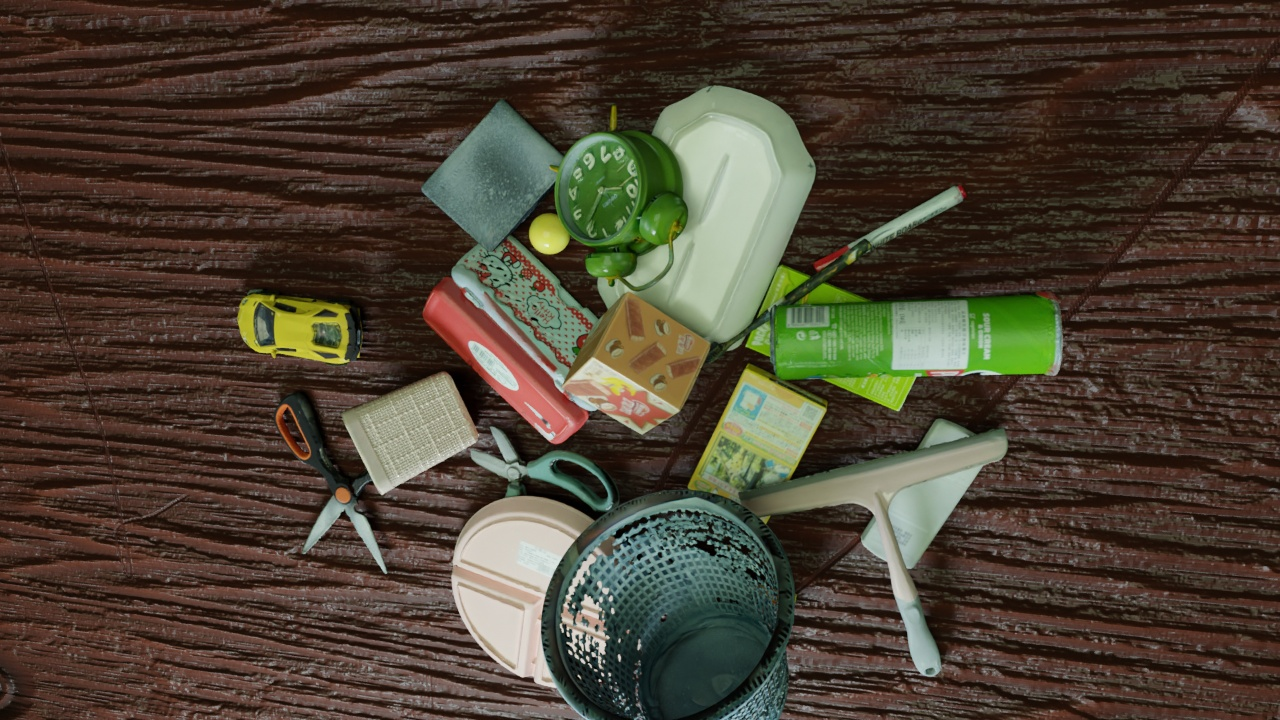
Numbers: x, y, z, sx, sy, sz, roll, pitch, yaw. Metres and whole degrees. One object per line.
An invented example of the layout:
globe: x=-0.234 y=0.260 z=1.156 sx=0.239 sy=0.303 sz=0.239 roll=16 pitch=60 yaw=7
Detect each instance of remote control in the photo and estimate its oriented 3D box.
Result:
remote control: x=0.270 y=0.128 z=0.873 sx=0.058 sy=0.021 sz=0.150 roll=27 pitch=108 yaw=-1

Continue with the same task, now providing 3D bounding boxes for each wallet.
wallet: x=-0.140 y=-0.179 z=0.893 sx=0.097 sy=0.019 sz=0.121 roll=43 pitch=90 yaw=3

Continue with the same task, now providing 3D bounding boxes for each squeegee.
squeegee: x=0.249 y=0.209 z=0.869 sx=0.248 sy=0.040 sz=0.250 roll=-17 pitch=109 yaw=13

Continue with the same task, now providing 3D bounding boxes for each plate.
plate: x=-0.104 y=0.252 z=0.975 sx=0.230 sy=0.028 sz=0.230 roll=7 pitch=110 yaw=20
plate: x=0.055 y=-0.122 z=0.864 sx=0.162 sy=0.034 sz=0.266 roll=25 pitch=107 yaw=7

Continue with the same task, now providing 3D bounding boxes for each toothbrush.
toothbrush: x=0.131 y=-0.054 z=0.842 sx=0.186 sy=0.017 sz=0.012 roll=-36 pitch=55 yaw=18

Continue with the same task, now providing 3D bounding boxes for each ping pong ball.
ping pong ball: x=-0.089 y=-0.124 z=0.896 sx=0.040 sy=0.040 sz=0.040 roll=3 pitch=103 yaw=13

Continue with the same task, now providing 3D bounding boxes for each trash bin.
trash bin: x=0.046 y=0.266 z=0.853 sx=0.227 sy=0.226 sz=0.195 roll=-8 pitch=139 yaw=16

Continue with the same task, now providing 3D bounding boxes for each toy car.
toy car: x=-0.369 y=-0.035 z=0.987 sx=0.156 sy=0.041 sz=0.071 roll=9 pitch=104 yaw=13

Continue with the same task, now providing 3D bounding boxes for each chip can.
chip can: x=0.233 y=-0.020 z=0.795 sx=0.236 sy=0.072 sz=0.072 roll=-2 pitch=102 yaw=13

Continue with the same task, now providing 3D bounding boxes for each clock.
clock: x=-0.017 y=-0.139 z=0.833 sx=0.116 sy=0.056 sz=0.161 roll=-37 pitch=71 yaw=33

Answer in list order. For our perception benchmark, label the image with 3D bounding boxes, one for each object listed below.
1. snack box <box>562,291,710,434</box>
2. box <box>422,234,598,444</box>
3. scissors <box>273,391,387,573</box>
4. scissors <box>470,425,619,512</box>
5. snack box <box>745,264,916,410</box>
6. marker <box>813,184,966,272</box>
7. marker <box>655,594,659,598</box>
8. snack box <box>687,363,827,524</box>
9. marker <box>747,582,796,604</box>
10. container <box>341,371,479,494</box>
snack box: x=-0.005 y=0.005 z=0.855 sx=0.094 sy=0.076 sz=0.093 roll=32 pitch=153 yaw=-10
box: x=-0.111 y=-0.023 z=0.927 sx=0.201 sy=0.100 sz=0.103 roll=45 pitch=147 yaw=0
scissors: x=-0.324 y=0.128 z=1.023 sx=0.221 sy=0.021 sz=0.233 roll=-32 pitch=92 yaw=19
scissors: x=-0.107 y=0.152 z=0.965 sx=0.170 sy=0.019 sz=0.181 roll=17 pitch=117 yaw=14
snack box: x=0.186 y=-0.022 z=0.858 sx=0.156 sy=0.026 sz=0.086 roll=23 pitch=106 yaw=8
marker: x=0.225 y=-0.117 z=0.832 sx=0.145 sy=0.017 sz=0.017 roll=-29 pitch=94 yaw=18
marker: x=-0.015 y=0.275 z=0.982 sx=0.018 sy=0.015 sz=0.124 roll=43 pitch=109 yaw=3
snack box: x=0.114 y=0.083 z=0.898 sx=0.087 sy=0.033 sz=0.140 roll=26 pitch=106 yaw=7
marker: x=0.098 y=0.233 z=0.943 sx=0.124 sy=0.018 sz=0.015 roll=11 pitch=100 yaw=13
container: x=-0.230 y=0.068 z=0.935 sx=0.111 sy=0.090 sz=0.090 roll=-25 pitch=96 yaw=-11
